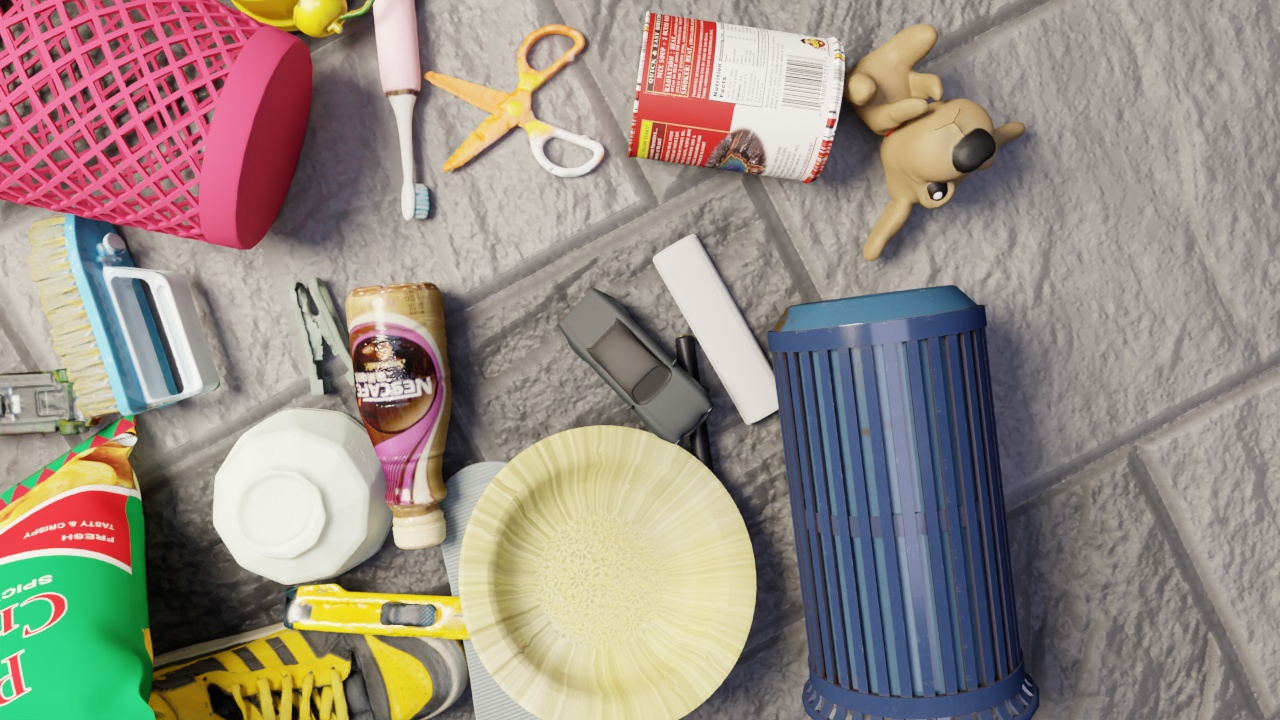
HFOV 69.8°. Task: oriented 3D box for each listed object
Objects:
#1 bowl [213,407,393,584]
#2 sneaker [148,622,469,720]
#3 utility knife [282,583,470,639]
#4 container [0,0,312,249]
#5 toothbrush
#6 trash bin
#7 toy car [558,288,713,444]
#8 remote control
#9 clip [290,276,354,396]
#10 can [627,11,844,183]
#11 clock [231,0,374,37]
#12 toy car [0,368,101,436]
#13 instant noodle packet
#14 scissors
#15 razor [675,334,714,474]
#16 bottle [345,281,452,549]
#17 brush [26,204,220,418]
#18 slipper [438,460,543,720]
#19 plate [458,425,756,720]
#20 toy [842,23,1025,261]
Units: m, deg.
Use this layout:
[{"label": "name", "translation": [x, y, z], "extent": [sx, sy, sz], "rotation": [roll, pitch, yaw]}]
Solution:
[{"label": "bowl", "translation": [-0.219, 0.091, 0.584], "extent": [0.117, 0.061, 0.117], "rotation": [0, 95, -1]}, {"label": "sneaker", "translation": [-0.232, 0.221, 0.564], "extent": [0.238, 0.122, 0.086], "rotation": [-11, 96, 0]}, {"label": "utility knife", "translation": [-0.133, 0.161, 0.583], "extent": [0.191, 0.018, 0.030], "rotation": [3, 81, -2]}, {"label": "container", "translation": [-0.317, -0.156, 0.514], "extent": [0.225, 0.183, 0.183], "rotation": [17, 94, -11]}, {"label": "toothbrush", "translation": [-0.154, -0.200, 0.580], "extent": [0.026, 0.027, 0.222], "rotation": [-8, 97, -35]}, {"label": "trash bin", "translation": [0.154, 0.084, 0.559], "extent": [0.139, 0.139, 0.249], "rotation": [-8, 93, -1]}, {"label": "toy car", "translation": [-0.004, 0.003, 0.588], "extent": [0.046, 0.034, 0.112], "rotation": [-45, 81, 6]}, {"label": "remote control", "translation": [0.054, -0.020, 0.608], "extent": [0.033, 0.012, 0.131], "rotation": [-30, 95, 1]}, {"label": "clip", "translation": [-0.212, -0.013, 0.595], "extent": [0.050, 0.023, 0.078], "rotation": [-31, 97, 0]}, {"label": "can", "translation": [0.055, -0.159, 0.559], "extent": [0.116, 0.086, 0.086], "rotation": [8, 94, -2]}, {"label": "clock", "translation": [-0.211, -0.244, 0.557], "extent": [0.119, 0.057, 0.083], "rotation": [19, 93, 3]}, {"label": "toy car", "translation": [-0.390, 0.027, 0.585], "extent": [0.091, 0.036, 0.042], "rotation": [-4, 94, -1]}, {"label": "instant noodle packet", "translation": [-0.365, 0.166, 0.523], "extent": [0.195, 0.252, 0.090], "rotation": [-33, 139, 1]}, {"label": "scissors", "translation": [-0.076, -0.158, 0.593], "extent": [0.125, 0.011, 0.128], "rotation": [-41, 94, 1]}, {"label": "razor", "translation": [0.039, 0.054, 0.609], "extent": [0.043, 0.022, 0.144], "rotation": [-9, 95, -2]}, {"label": "bottle", "translation": [-0.148, 0.035, 0.581], "extent": [0.059, 0.059, 0.166], "rotation": [-5, 94, -2]}, {"label": "brush", "translation": [-0.322, -0.035, 0.572], "extent": [0.075, 0.055, 0.136], "rotation": [-17, 95, 4]}, {"label": "slipper", "translation": [-0.070, 0.198, 0.610], "extent": [0.098, 0.055, 0.268], "rotation": [-22, 84, 2]}, {"label": "plate", "translation": [-0.021, 0.135, 0.574], "extent": [0.184, 0.036, 0.184], "rotation": [5, 70, -14]}, {"label": "toy", "translation": [0.169, -0.143, 0.564], "extent": [0.134, 0.106, 0.108], "rotation": [-40, 106, -2]}]
